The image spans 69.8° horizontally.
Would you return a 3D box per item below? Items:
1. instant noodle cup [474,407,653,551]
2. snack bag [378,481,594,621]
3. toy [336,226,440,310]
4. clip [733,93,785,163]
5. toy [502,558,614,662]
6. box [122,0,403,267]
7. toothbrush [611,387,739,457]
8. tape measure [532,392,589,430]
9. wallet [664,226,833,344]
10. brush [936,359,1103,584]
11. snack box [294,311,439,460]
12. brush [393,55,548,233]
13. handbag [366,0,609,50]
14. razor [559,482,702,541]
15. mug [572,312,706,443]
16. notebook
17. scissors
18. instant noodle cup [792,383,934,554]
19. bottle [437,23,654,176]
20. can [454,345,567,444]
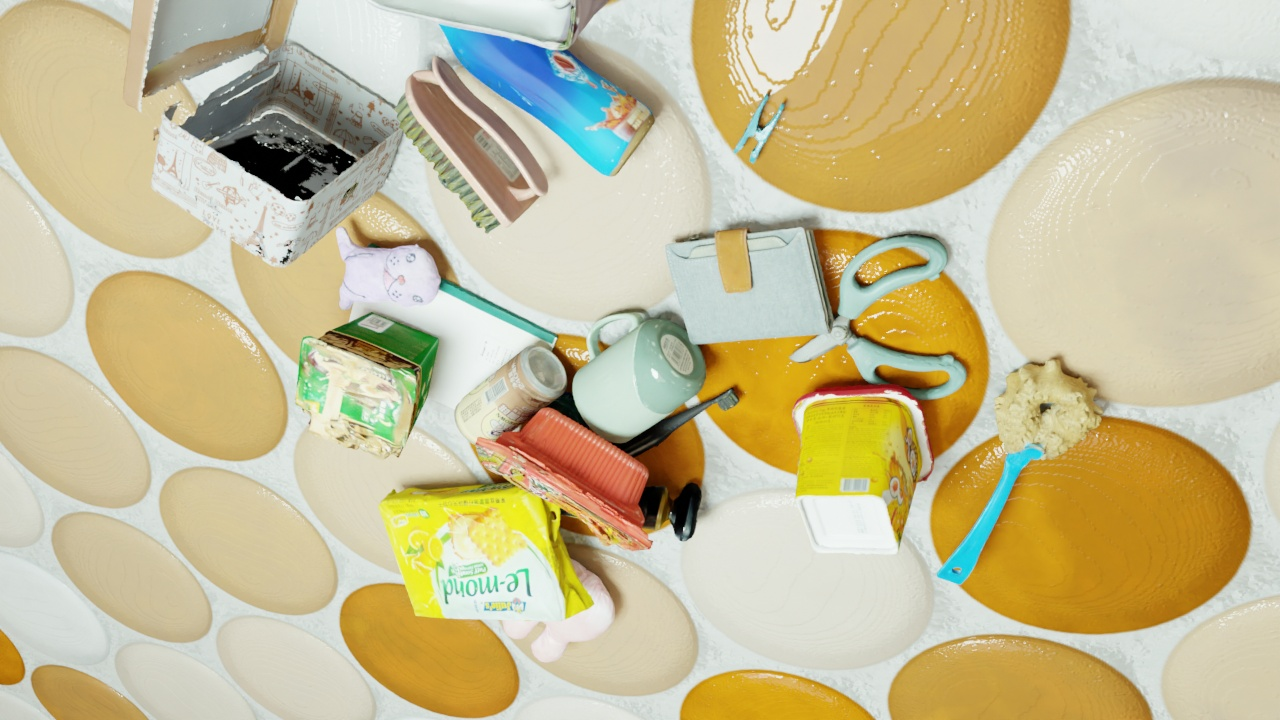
[{"bbox_3d":[-0.062,0.112,0.877,0.189,0.079,0.165,32,166,-1],"label":"instant noodle cup"},{"bbox_3d":[-0.177,0.210,1.035,0.247,0.068,0.158,-7,106,29],"label":"snack bag"},{"bbox_3d":[-0.243,-0.085,0.883,0.108,0.038,0.084,6,112,14],"label":"toy"},{"bbox_3d":[0.094,-0.183,0.726,0.045,0.014,0.057,29,129,1],"label":"clip"},{"bbox_3d":[-0.101,0.297,1.096,0.121,0.054,0.160,41,121,-2],"label":"toy"},{"bbox_3d":[-0.280,-0.214,0.734,0.157,0.180,0.198,33,128,-2],"label":"box"},{"bbox_3d":[0.012,0.076,0.925,0.213,0.026,0.027,-30,97,32],"label":"toothbrush"},{"bbox_3d":[-0.084,0.060,0.948,0.055,0.025,0.058,-6,120,22],"label":"tape measure"},{"bbox_3d":[0.091,-0.063,0.786,0.130,0.036,0.107,-4,121,29],"label":"wallet"},{"bbox_3d":[0.326,0.110,0.819,0.083,0.045,0.255,17,121,3],"label":"brush"},{"bbox_3d":[-0.262,0.015,0.912,0.118,0.105,0.118,21,123,2],"label":"snack box"},{"bbox_3d":[-0.144,-0.185,0.779,0.073,0.063,0.145,-27,109,36],"label":"brush"},{"bbox_3d":[-0.076,-0.283,0.602,0.145,0.196,0.099,22,128,3],"label":"handbag"},{"bbox_3d":[-0.013,0.157,0.979,0.168,0.062,0.067,0,154,25],"label":"razor"},{"bbox_3d":[-0.005,0.005,0.856,0.107,0.082,0.111,-36,74,35],"label":"mug"},{"bbox_3d":[-0.201,-0.015,0.945,0.209,0.012,0.151,26,126,0],"label":"notebook"},{"bbox_3d":[0.209,-0.040,0.781,0.170,0.019,0.182,20,128,7],"label":"scissors"},{"bbox_3d":[0.190,0.099,0.806,0.116,0.123,0.116,-5,129,26],"label":"instant noodle cup"},{"bbox_3d":[-0.091,-0.233,0.724,0.218,0.065,0.065,36,127,-7],"label":"bottle"},{"bbox_3d":[-0.130,0.036,0.914,0.117,0.058,0.058,-36,106,32],"label":"can"}]
